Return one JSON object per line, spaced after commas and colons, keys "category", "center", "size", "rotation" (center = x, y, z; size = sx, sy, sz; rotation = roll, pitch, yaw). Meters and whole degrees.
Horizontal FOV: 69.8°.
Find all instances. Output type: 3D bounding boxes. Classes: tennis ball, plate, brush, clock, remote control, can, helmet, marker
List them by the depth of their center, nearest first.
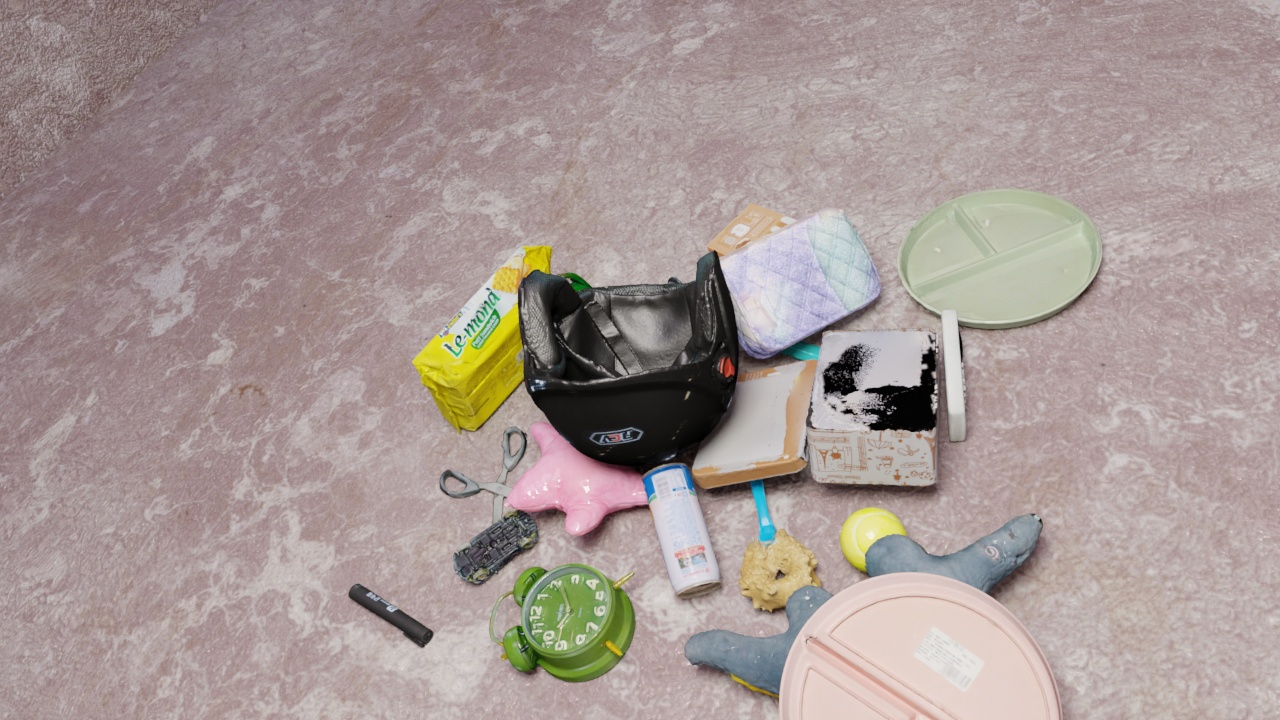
{"category": "plate", "center": [0.230, 0.292, 0.756], "size": [0.229, 0.028, 0.229], "rotation": [-1, 80, 8]}
{"category": "tennis ball", "center": [0.231, 0.178, 0.908], "size": [0.065, 0.065, 0.065], "rotation": [-12, 48, 13]}
{"category": "clock", "center": [-0.085, 0.272, 0.967], "size": [0.161, 0.056, 0.115], "rotation": [-7, 48, 18]}
{"category": "can", "center": [0.043, 0.180, 0.972], "size": [0.053, 0.053, 0.134], "rotation": [-20, 63, 6]}
{"category": "brush", "center": [0.133, 0.160, 0.984], "size": [0.083, 0.046, 0.254], "rotation": [-17, 42, 10]}
{"category": "helmet", "center": [-0.006, 0.006, 1.001], "size": [0.234, 0.230, 0.273], "rotation": [-6, 27, 18]}
{"category": "remote control", "center": [0.344, 0.014, 1.007], "size": [0.021, 0.058, 0.149], "rotation": [-3, 51, 17]}
{"category": "marker", "center": [-0.291, 0.294, 1.063], "size": [0.132, 0.020, 0.022], "rotation": [19, 89, 33]}
{"category": "plate", "center": [0.430, -0.124, 1.111], "size": [0.230, 0.027, 0.229], "rotation": [-12, 48, 14]}

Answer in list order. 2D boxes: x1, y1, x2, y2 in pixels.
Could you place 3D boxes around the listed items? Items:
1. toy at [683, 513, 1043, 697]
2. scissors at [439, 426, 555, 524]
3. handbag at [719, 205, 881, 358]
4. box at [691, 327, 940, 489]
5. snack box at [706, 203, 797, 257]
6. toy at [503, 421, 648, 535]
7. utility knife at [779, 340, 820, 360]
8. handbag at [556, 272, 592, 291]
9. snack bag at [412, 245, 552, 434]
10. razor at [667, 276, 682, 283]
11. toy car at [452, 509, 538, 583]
{"category": "toy", "center": [0.219, 0.244, 0.836], "size": [0.356, 0.091, 0.137], "rotation": [-25, 49, 3]}
{"category": "scissors", "center": [-0.172, 0.156, 1.138], "size": [0.177, 0.014, 0.159], "rotation": [17, 62, 30]}
{"category": "handbag", "center": [0.183, -0.093, 1.106], "size": [0.193, 0.076, 0.134], "rotation": [-26, 87, -20]}
{"category": "box", "center": [0.189, 0.052, 0.998], "size": [0.262, 0.088, 0.177], "rotation": [-2, 37, 21]}
{"category": "snack box", "center": [0.158, -0.138, 1.205], "size": [0.092, 0.077, 0.094], "rotation": [-44, 48, -17]}
{"category": "toy", "center": [-0.078, 0.129, 1.069], "size": [0.178, 0.075, 0.194], "rotation": [-17, 39, -17]}
{"category": "utility knife", "center": [0.195, -0.014, 1.125], "size": [0.193, 0.013, 0.029], "rotation": [20, 59, 33]}
{"category": "handbag", "center": [-0.048, -0.057, 1.194], "size": [0.068, 0.120, 0.131], "rotation": [-47, 51, -12]}
{"category": "snack bag", "center": [-0.185, -0.023, 1.203], "size": [0.068, 0.158, 0.246], "rotation": [31, 67, 20]}
{"category": "razor", "center": [0.077, -0.075, 1.225], "size": [0.142, 0.022, 0.043], "rotation": [46, 122, 46]}
{"category": "toy car", "center": [-0.167, 0.217, 1.064], "size": [0.105, 0.031, 0.049], "rotation": [-34, 57, -9]}
